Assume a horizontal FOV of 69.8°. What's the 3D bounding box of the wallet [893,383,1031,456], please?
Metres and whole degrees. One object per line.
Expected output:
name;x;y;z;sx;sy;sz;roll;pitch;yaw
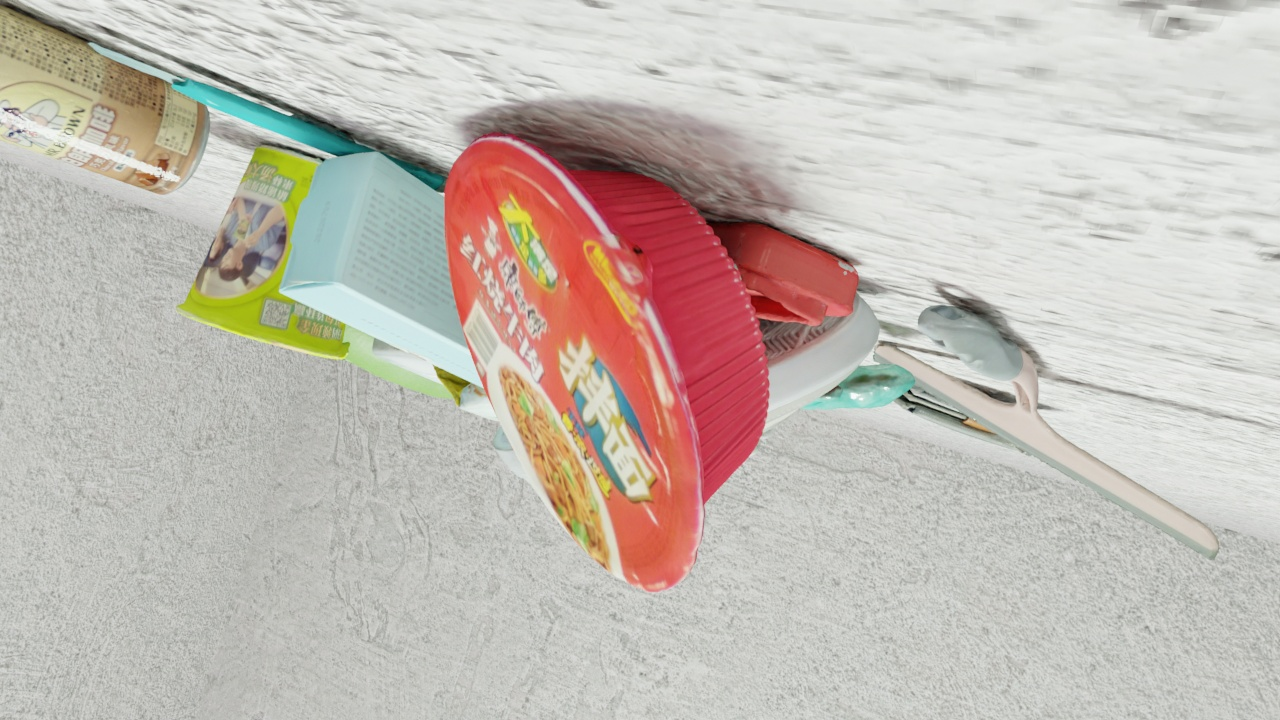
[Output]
wallet;0.279;0.040;0.794;0.129;0.037;0.106;18;-171;-4

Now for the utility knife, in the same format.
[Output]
utility knife;-0.173;-0.117;0.459;0.186;0.013;0.029;17;176;-40

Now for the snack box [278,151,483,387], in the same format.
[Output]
snack box;-0.113;-0.042;0.524;0.052;0.074;0.174;-2;159;33

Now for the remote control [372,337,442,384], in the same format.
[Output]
remote control;-0.152;0.002;0.709;0.056;0.020;0.136;3;169;15

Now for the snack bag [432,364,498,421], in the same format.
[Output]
snack bag;-0.004;0.004;0.662;0.247;0.068;0.158;-9;165;20

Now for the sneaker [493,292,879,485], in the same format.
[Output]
sneaker;0.031;0.039;0.528;0.243;0.089;0.091;-22;117;29

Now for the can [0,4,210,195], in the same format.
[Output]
can;-0.275;-0.125;0.441;0.059;0.058;0.116;16;178;40

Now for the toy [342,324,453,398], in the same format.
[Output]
toy;-0.205;-0.019;0.823;0.227;0.089;0.246;-4;155;47

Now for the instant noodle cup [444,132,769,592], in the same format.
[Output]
instant noodle cup;-0.012;-0.005;0.383;0.065;0.194;0.194;-24;-160;-27

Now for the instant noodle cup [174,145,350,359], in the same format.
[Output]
instant noodle cup;-0.237;-0.075;0.622;0.111;0.123;0.111;18;179;0

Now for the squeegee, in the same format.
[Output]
squeegee;0.199;0.009;0.507;0.248;0.040;0.249;37;-175;36

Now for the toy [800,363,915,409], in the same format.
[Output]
toy;0.127;0.017;0.576;0.092;0.030;0.096;-6;179;-3

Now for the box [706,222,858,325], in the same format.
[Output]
box;0.007;-0.019;0.478;0.095;0.098;0.202;19;178;-31
